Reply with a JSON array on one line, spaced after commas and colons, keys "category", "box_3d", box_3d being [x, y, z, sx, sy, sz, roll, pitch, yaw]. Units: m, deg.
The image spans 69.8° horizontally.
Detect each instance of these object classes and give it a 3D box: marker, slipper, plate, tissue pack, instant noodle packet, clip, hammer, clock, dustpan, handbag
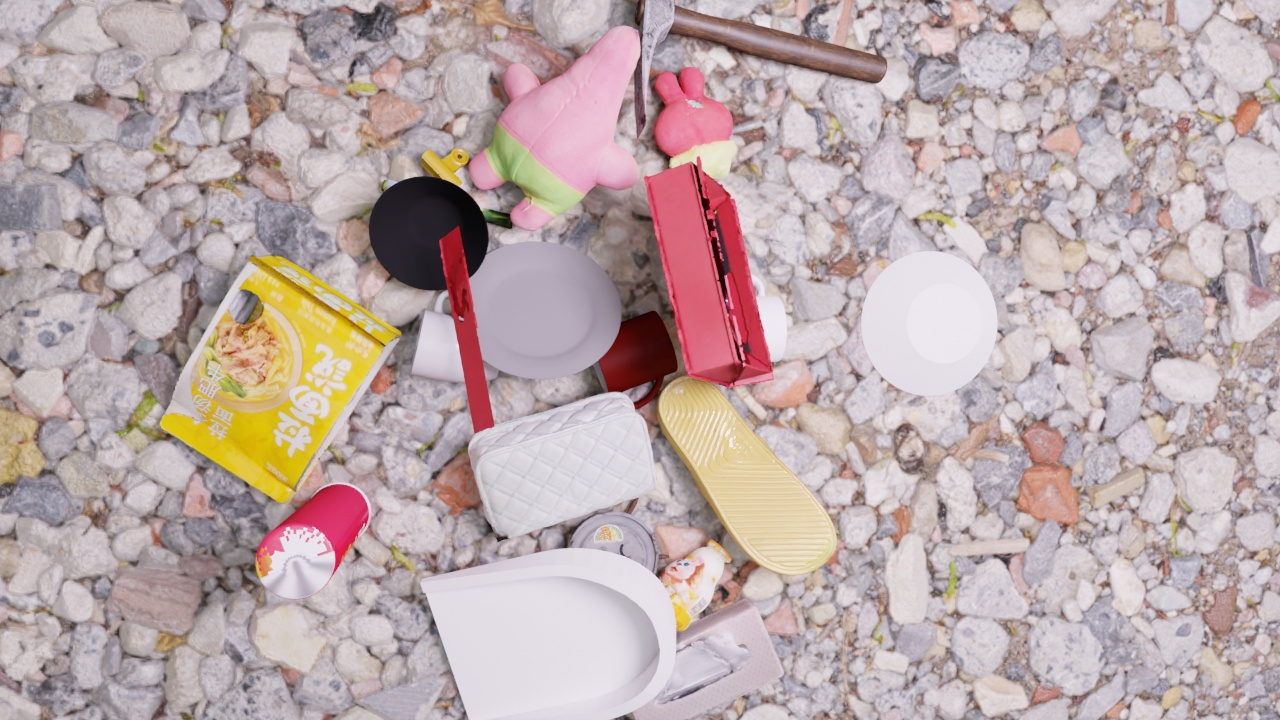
[{"category": "marker", "box_3d": [-0.211, -0.172, 1.011, 0.146, 0.017, 0.017, 15, 90, -8]}, {"category": "slipper", "box_3d": [0.112, 0.132, 1.043, 0.099, 0.078, 0.263, -36, 80, -6]}, {"category": "plate", "box_3d": [-0.110, -0.055, 0.993, 0.178, 0.012, 0.178, 4, 59, -7]}, {"category": "tissue pack", "box_3d": [0.065, 0.351, 1.048, 0.181, 0.071, 0.104, -23, 96, -3]}, {"category": "instant noodle packet", "box_3d": [-0.384, 0.023, 0.968, 0.163, 0.084, 0.221, 33, 94, -6]}, {"category": "clip", "box_3d": [-0.212, -0.212, 1.008, 0.054, 0.046, 0.048, 45, 119, -7]}, {"category": "hammer", "box_3d": [0.137, -0.323, 1.024, 0.300, 0.037, 0.217, 9, 73, -14]}, {"category": "clock", "box_3d": [-0.046, 0.226, 1.030, 0.147, 0.056, 0.104, -28, 96, -9]}, {"category": "plate", "box_3d": [0.352, -0.044, 1.088, 0.174, 0.036, 0.174, 0, 92, -8]}, {"category": "dustpan", "box_3d": [-0.090, 0.304, 0.983, 0.258, 0.053, 0.191, -14, 103, 6]}, {"category": "handbag", "box_3d": [-0.084, 0.114, 1.002, 0.194, 0.072, 0.139, -16, 124, -8]}]

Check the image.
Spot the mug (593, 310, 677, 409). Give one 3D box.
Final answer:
[{"category": "mug", "box_3d": [-0.006, 0.006, 1.025, 0.082, 0.073, 0.106, -21, 119, -7]}]

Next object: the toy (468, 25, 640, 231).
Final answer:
[{"category": "toy", "box_3d": [-0.078, -0.251, 0.969, 0.192, 0.096, 0.237, 44, 112, 8]}]

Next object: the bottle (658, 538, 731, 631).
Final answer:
[{"category": "bottle", "box_3d": [0.055, 0.253, 1.042, 0.108, 0.063, 0.063, -45, 97, -12]}]

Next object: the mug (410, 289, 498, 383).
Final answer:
[{"category": "mug", "box_3d": [-0.195, -0.026, 1.000, 0.089, 0.071, 0.107, 13, 62, -15]}]

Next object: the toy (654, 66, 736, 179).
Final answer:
[{"category": "toy", "box_3d": [0.058, -0.264, 1.032, 0.091, 0.045, 0.135, -21, 91, -12]}]

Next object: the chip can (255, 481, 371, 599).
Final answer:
[{"category": "chip can", "box_3d": [-0.316, 0.172, 0.904, 0.069, 0.220, 0.069, 0, 92, -9]}]

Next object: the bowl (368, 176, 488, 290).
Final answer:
[{"category": "bowl", "box_3d": [-0.223, -0.142, 0.984, 0.124, 0.052, 0.124, -1, 115, -3]}]

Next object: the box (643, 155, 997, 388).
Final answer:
[{"category": "box", "box_3d": [0.185, -0.100, 0.954, 0.374, 0.148, 0.212, -8, 79, -13]}]
